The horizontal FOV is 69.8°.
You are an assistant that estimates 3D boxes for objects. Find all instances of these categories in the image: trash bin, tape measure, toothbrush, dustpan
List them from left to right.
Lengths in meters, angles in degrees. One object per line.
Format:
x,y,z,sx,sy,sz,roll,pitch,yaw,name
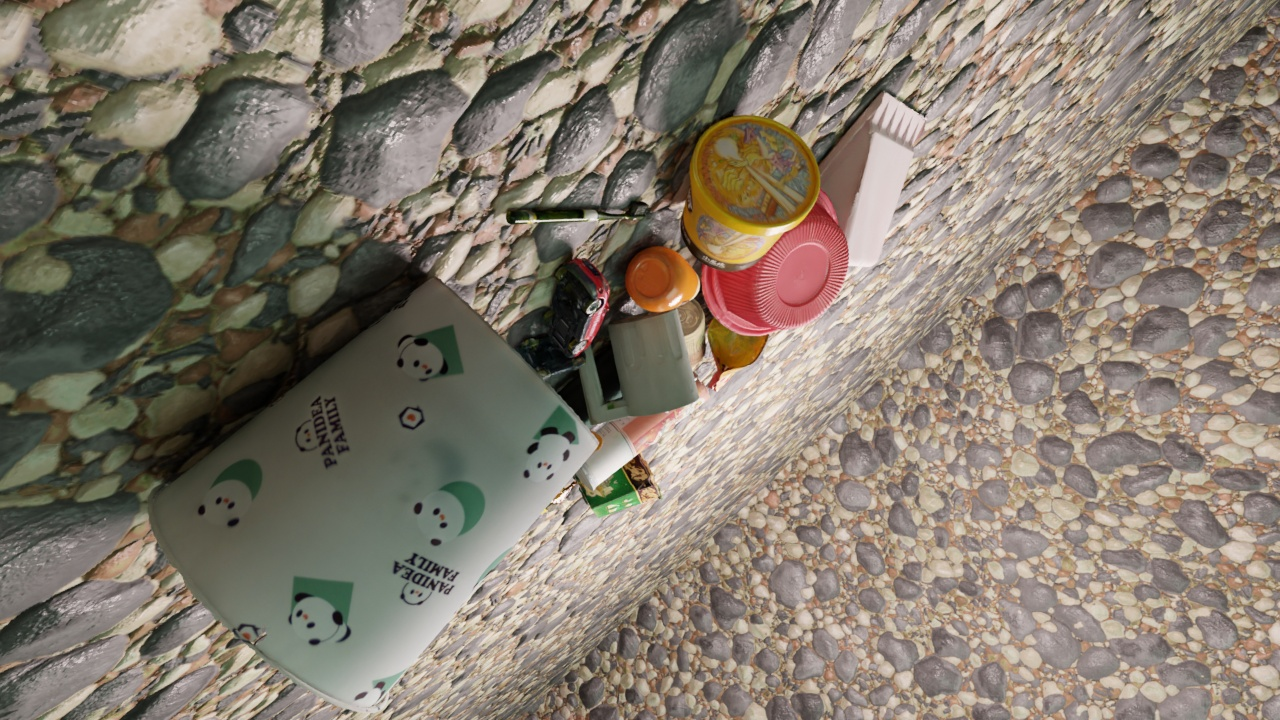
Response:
-0.183,0.087,0.691,0.251,0.229,0.230,-45,163,-8,trash bin
-0.137,0.205,1.357,0.060,0.029,0.057,-39,163,-7,tape measure
-0.048,-0.127,0.785,0.185,0.012,0.017,-15,143,-54,toothbrush
0.243,-0.215,1.186,0.222,0.139,0.273,-4,111,-61,dustpan

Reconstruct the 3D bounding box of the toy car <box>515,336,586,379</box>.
-0.093,-0.003,0.936,0.090,0.043,0.034,-21,168,-48,toy car

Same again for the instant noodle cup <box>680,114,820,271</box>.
0.095,-0.150,0.869,0.118,0.118,0.115,-35,169,-20,instant noodle cup

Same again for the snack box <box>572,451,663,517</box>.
-0.041,0.171,1.365,0.105,0.118,0.117,-27,161,-4,snack box

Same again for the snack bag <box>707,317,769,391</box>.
0.123,-0.022,1.211,0.208,0.073,0.128,49,63,-85,snack bag

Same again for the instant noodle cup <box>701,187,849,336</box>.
0.165,-0.106,1.036,0.193,0.066,0.194,-14,121,-24,instant noodle cup

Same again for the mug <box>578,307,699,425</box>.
-0.006,0.006,0.998,0.124,0.103,0.084,-14,-172,-9,mug

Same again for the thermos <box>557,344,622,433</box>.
-0.072,0.055,1.073,0.242,0.068,0.090,-42,159,3,thermos

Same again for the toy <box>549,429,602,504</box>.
-0.150,0.118,0.980,0.227,0.090,0.247,-19,142,-6,toy

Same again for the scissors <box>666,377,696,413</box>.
0.015,0.028,1.214,0.133,0.017,0.134,-9,132,-19,scissors

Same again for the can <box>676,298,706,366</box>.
0.051,-0.034,1.131,0.058,0.058,0.116,-39,163,-8,can

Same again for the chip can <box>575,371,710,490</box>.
-0.005,0.090,1.289,0.214,0.071,0.071,-37,162,-15,chip can

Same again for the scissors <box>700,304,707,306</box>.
0.147,-0.088,1.181,0.163,0.012,0.175,-13,-176,19,scissors

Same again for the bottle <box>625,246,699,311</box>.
0.032,-0.084,0.980,0.067,0.067,0.149,-46,169,13,bottle

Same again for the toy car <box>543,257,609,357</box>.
-0.058,-0.052,0.878,0.045,0.053,0.121,-33,163,-29,toy car
